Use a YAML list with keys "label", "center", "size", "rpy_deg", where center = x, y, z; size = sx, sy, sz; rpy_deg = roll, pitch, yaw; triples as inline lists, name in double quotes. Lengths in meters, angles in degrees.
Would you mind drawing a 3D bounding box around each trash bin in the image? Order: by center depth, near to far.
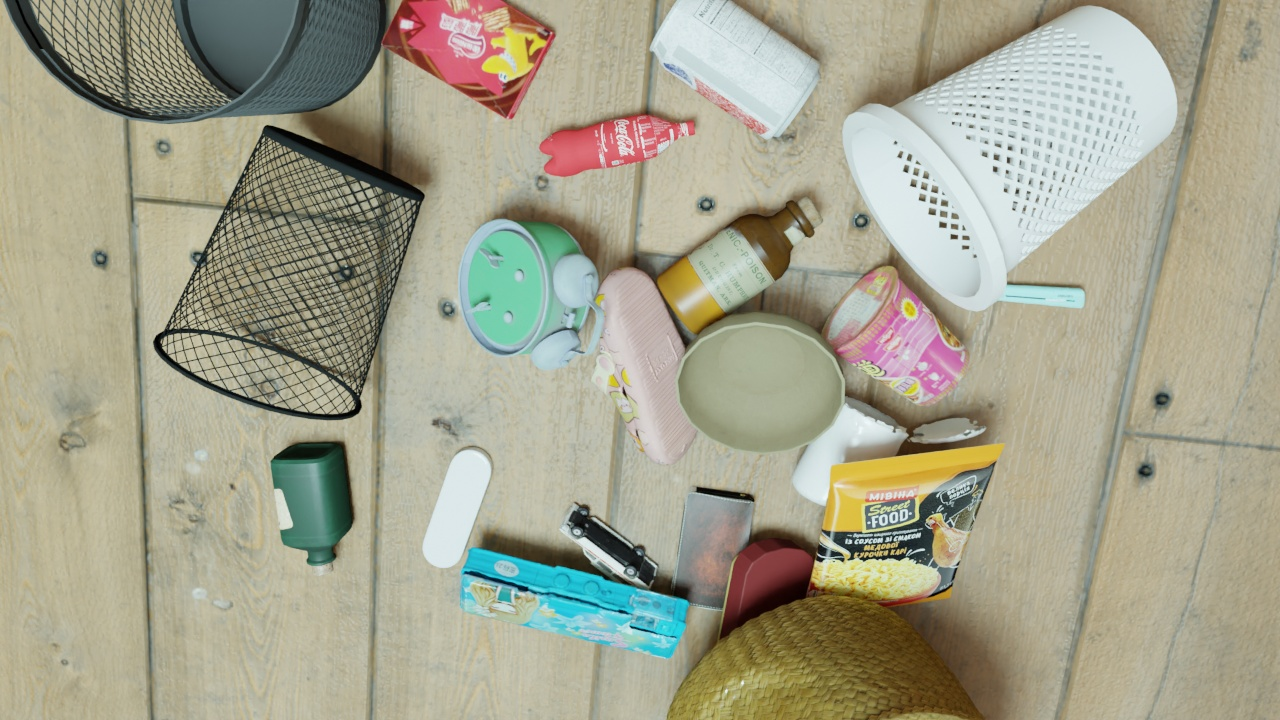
- label: "trash bin"
  center: [-0.332, -0.300, 0.736]
  size: [0.218, 0.227, 0.218]
  rpy_deg: [1, 103, 3]
- label: "trash bin"
  center: [0.309, -0.178, 0.761]
  size: [0.199, 0.195, 0.195]
  rpy_deg: [-34, 99, 0]
- label: "trash bin"
  center: [-0.300, -0.082, 0.819]
  size: [0.184, 0.184, 0.210]
  rpy_deg: [24, 98, -3]

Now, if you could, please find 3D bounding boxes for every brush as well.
- label: "brush"
  center: [0.119, 0.260, 0.926]
  size: [0.082, 0.042, 0.173]
  rpy_deg: [2, 105, -27]

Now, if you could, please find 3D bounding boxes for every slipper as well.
- label: "slipper"
  center: [-0.005, 0.005, 0.871]
  size: [0.082, 0.093, 0.197]
  rpy_deg: [1, 118, 41]

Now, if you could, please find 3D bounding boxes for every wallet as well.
- label: "wallet"
  center: [0.074, 0.193, 0.936]
  size: [0.072, 0.019, 0.123]
  rpy_deg: [8, 104, 1]

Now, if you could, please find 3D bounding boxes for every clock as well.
- label: "clock"
  center: [-0.095, -0.057, 0.821]
  size: [0.162, 0.075, 0.122]
  rpy_deg: [33, 115, 35]

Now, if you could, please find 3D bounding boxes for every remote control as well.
- label: "remote control"
  center: [-0.189, 0.152, 0.945]
  size: [0.043, 0.013, 0.137]
  rpy_deg: [21, 104, -2]

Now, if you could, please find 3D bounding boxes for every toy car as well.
- label: "toy car"
  center: [-0.035, 0.196, 0.936]
  size: [0.113, 0.039, 0.039]
  rpy_deg: [37, 122, -5]

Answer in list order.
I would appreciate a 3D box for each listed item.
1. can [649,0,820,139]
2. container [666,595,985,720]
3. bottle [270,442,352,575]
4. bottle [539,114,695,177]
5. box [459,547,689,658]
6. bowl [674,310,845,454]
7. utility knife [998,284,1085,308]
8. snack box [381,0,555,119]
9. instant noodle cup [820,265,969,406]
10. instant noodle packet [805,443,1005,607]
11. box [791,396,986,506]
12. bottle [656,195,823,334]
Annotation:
- label: "can"
  center: [0.082, -0.260, 0.799]
  size: [0.136, 0.078, 0.078]
  rpy_deg: [33, 103, -5]
- label: "container"
  center: [0.174, 0.376, 0.848]
  size: [0.306, 0.196, 0.307]
  rpy_deg: [-8, 119, -16]
- label: "bottle"
  center: [-0.329, 0.154, 0.929]
  size: [0.061, 0.061, 0.131]
  rpy_deg: [-1, 103, 6]
- label: "bottle"
  center: [-0.021, -0.199, 0.838]
  size: [0.141, 0.042, 0.042]
  rpy_deg: [-10, 102, 5]
- label: "box"
  center: [-0.070, 0.249, 0.928]
  size: [0.227, 0.041, 0.094]
  rpy_deg: [14, 141, 0]
- label: "bowl"
  center: [0.110, 0.013, 0.842]
  size: [0.152, 0.050, 0.153]
  rpy_deg: [6, 128, 7]
- label: "utility knife"
  center: [0.354, -0.063, 0.863]
  size: [0.126, 0.015, 0.022]
  rpy_deg: [5, 135, 4]
- label: "snack box"
  center: [-0.156, -0.292, 0.834]
  size: [0.133, 0.021, 0.089]
  rpy_deg: [30, 102, -4]
- label: "instant noodle cup"
  center: [0.239, -0.016, 0.844]
  size: [0.108, 0.097, 0.098]
  rpy_deg: [36, 103, -13]
- label: "instant noodle packet"
  center: [0.240, 0.167, 0.863]
  size: [0.159, 0.032, 0.221]
  rpy_deg: [-6, 129, -8]
- label: "box"
  center: [0.233, 0.089, 0.871]
  size: [0.141, 0.083, 0.140]
  rpy_deg: [26, 102, 9]
- label: "bottle"
  center: [0.096, -0.094, 0.843]
  size: [0.157, 0.067, 0.068]
  rpy_deg: [-35, 99, 10]
